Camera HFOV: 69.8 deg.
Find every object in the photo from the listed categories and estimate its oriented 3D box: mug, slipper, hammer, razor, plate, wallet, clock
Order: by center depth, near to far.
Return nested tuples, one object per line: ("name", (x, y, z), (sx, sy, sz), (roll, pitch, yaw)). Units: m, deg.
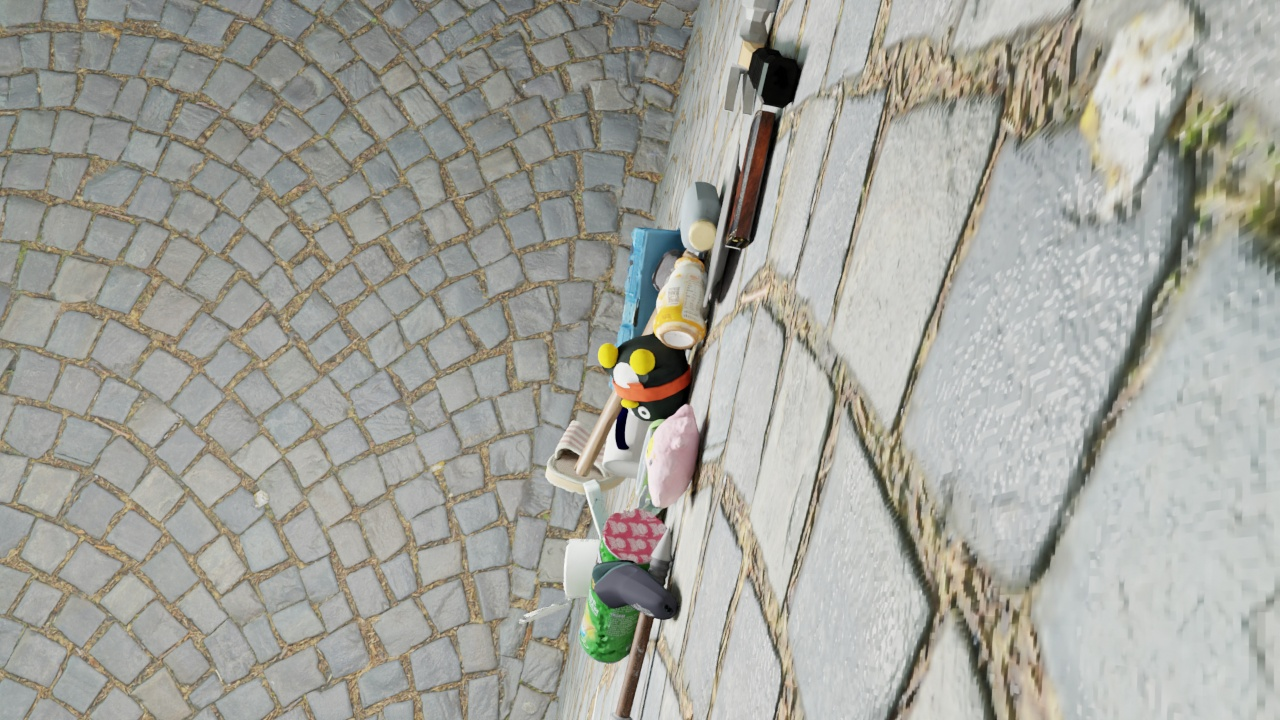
("wallet", (0.105, -0.171, 0.879), (0.072, 0.019, 0.123), (-13, -65, -89))
("razor", (-0.004, 0.225, 0.891), (0.052, 0.047, 0.143), (-47, 17, -17))
("hammer", (0.122, -0.302, 0.934), (0.327, 0.039, 0.131), (-87, 8, -67))
("hammer", (-0.010, 0.329, 0.937), (0.156, 0.043, 0.322), (154, 130, -86))
("plate", (0.093, -0.144, 0.995), (0.178, 0.012, 0.178), (21, -99, -89))
("clock", (0.022, 0.121, 1.071), (0.119, 0.042, 0.094), (-97, 20, -79))
("hammer", (-0.007, 0.007, 1.199), (0.329, 0.052, 0.098), (-63, 14, 11))
("mug", (-0.011, 0.101, 1.278), (0.112, 0.079, 0.096), (59, -143, -59))
("slipper", (-0.055, 0.126, 1.384), (0.262, 0.115, 0.052), (-34, -38, -62))

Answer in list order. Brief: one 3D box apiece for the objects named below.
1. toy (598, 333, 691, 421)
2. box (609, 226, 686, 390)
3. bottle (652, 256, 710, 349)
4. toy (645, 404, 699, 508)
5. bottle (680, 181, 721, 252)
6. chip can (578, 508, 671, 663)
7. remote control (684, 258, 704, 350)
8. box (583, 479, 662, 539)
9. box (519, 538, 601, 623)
("toy", (0.015, 0.027, 1.115), (0.099, 0.098, 0.119), (-27, -65, -37))
("box", (0.029, -0.072, 1.293), (0.172, 0.066, 0.232), (-20, -59, -64))
("bottle", (0.051, -0.069, 1.074), (0.063, 0.063, 0.108), (107, 175, -59))
("toy", (0.033, 0.092, 0.918), (0.102, 0.050, 0.093), (-92, 19, -66))
("bottle", (0.077, -0.177, 1.167), (0.161, 0.046, 0.072), (-86, 8, -68))
("chip can", (-0.023, 0.264, 1.053), (0.075, 0.075, 0.224), (-81, 4, -47))
("remote control", (0.070, -0.077, 1.215), (0.034, 0.013, 0.149), (105, 176, -45))
("box", (-0.018, 0.188, 1.174), (0.199, 0.096, 0.085), (125, 130, -84))
("box", (-0.074, 0.285, 1.169), (0.084, 0.160, 0.118), (80, -166, -79))
